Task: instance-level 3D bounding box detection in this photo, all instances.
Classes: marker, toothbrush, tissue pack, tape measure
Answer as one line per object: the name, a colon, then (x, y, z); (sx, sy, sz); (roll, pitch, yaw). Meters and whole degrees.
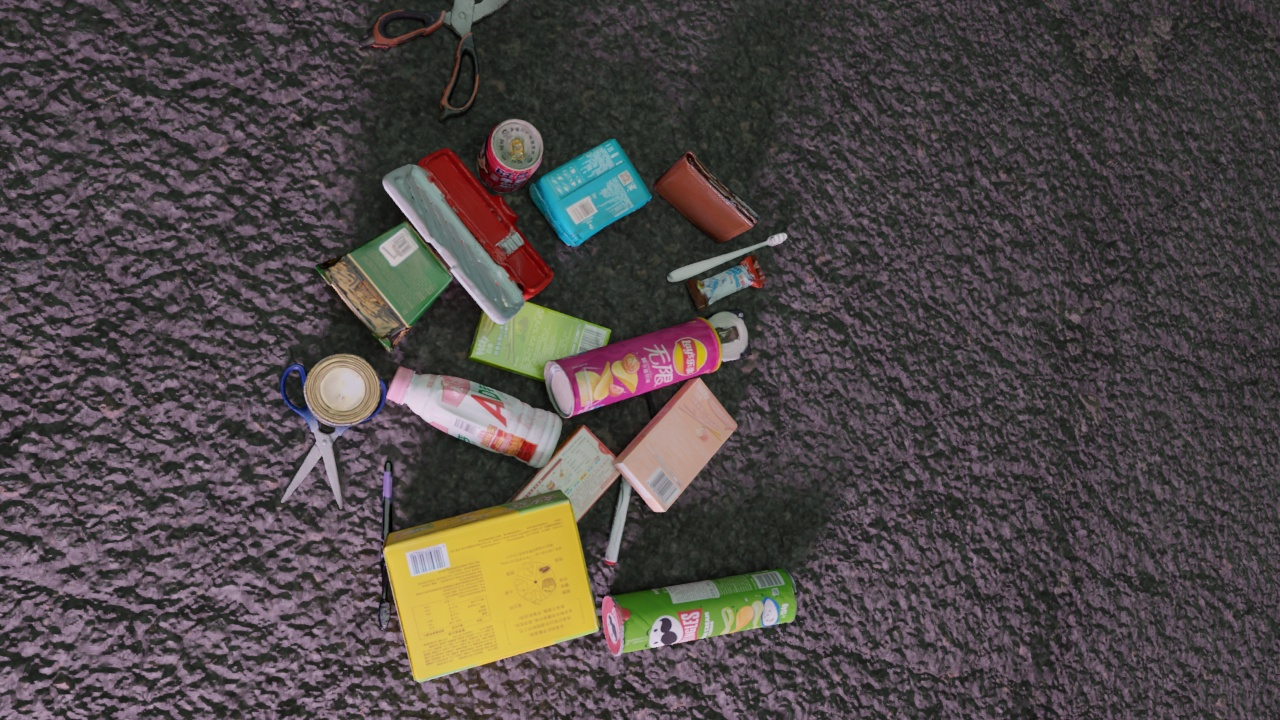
marker: (-0.022, 0.177, 1.126); (0.017, 0.017, 0.145); (15, 82, -17)
toothbrush: (-0.287, 0.208, 1.035); (0.014, 0.017, 0.189); (2, 84, -19)
tissue pack: (-0.059, -0.206, 1.124); (0.133, 0.050, 0.093); (-34, 95, -18)
toothbrush: (0.114, -0.135, 1.195); (0.179, 0.016, 0.016); (-21, 91, -19)
tape measure: (0.105, -0.030, 1.176); (0.066, 0.034, 0.065); (-13, 89, -20)
toothbrush: (0.013, 0.063, 1.146); (0.018, 0.016, 0.181); (-19, 92, -38)

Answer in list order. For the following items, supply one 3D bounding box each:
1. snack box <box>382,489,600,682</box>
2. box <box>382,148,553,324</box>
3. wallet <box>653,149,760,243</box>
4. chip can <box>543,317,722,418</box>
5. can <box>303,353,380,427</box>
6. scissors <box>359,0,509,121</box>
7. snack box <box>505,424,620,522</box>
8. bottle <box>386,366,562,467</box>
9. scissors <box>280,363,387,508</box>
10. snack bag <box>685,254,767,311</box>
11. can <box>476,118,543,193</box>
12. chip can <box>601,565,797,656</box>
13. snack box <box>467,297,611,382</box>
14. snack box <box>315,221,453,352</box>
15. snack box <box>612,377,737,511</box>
snack box: (-0.165, 0.248, 1.025); (0.210, 0.070, 0.157); (-13, 95, -11)
box: (-0.193, -0.142, 1.037); (0.201, 0.039, 0.157); (51, 34, -10)
wallet: (0.083, -0.202, 1.144); (0.124, 0.101, 0.032); (40, 73, -12)
chip can: (-0.006, 0.006, 1.093); (0.210, 0.072, 0.071); (-17, 91, -29)
can: (-0.316, 0.033, 0.972); (0.075, 0.111, 0.075); (2, 85, -19)
scissors: (-0.224, -0.394, 1.099); (0.225, 0.015, 0.189); (-28, 95, -18)
snack box: (-0.097, 0.159, 1.097); (0.077, 0.027, 0.155); (47, 74, -11)
bottle: (-0.191, 0.060, 1.054); (0.197, 0.068, 0.068); (23, 79, -12)
scissors: (-0.350, 0.077, 1.025); (0.174, 0.012, 0.162); (-37, 99, -17)
snack bag: (0.112, -0.100, 1.187); (0.104, 0.026, 0.048); (-20, 81, -19)
can: (-0.152, -0.238, 1.071); (0.066, 0.094, 0.066); (2, 85, -19)
chip can: (0.075, 0.304, 1.121); (0.235, 0.072, 0.072); (-5, 87, -19)
snack box: (-0.120, -0.020, 1.102); (0.156, 0.026, 0.085); (17, 81, -17)
snack box: (-0.268, -0.091, 0.998); (0.105, 0.117, 0.118); (-40, 103, -4)
snack box: (0.045, 0.103, 1.133); (0.157, 0.026, 0.084); (-46, 105, -27)
